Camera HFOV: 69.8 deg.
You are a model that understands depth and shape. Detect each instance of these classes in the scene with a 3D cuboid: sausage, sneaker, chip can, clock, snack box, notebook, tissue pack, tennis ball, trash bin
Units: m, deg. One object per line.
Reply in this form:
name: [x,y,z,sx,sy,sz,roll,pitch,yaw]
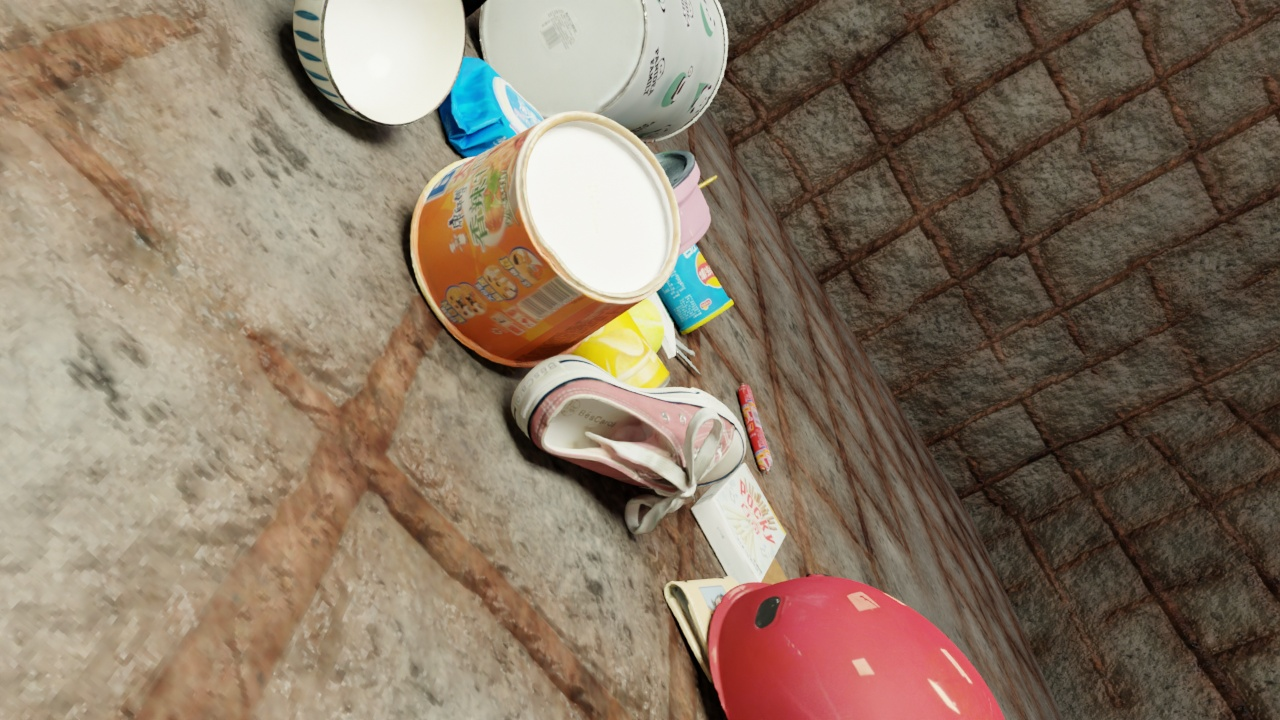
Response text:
sausage: [0.137,0.079,1.114,0.020,0.020,0.155,47,21,-35]
sneaker: [0.012,0.065,0.643,0.240,0.118,0.088,24,20,-52]
chip can: [0.024,-0.136,1.068,0.210,0.071,0.071,58,17,-3]
clock: [-0.005,-0.112,0.771,0.158,0.117,0.060,-54,127,-40]
snack box: [0.095,0.152,0.862,0.084,0.027,0.156,60,18,4]
chip can: [-0.063,-0.056,0.690,0.213,0.072,0.072,56,17,-11]
notebook: [-0.016,-0.111,0.909,0.209,0.012,0.150,61,7,-12]
tissue pack: [-0.119,-0.200,0.804,0.157,0.052,0.095,33,31,-55]
tennis ball: [-0.012,-0.026,0.792,0.065,0.066,0.065,51,19,-25]
trash bin: [-0.041,-0.358,1.024,0.229,0.230,0.251,58,22,-2]

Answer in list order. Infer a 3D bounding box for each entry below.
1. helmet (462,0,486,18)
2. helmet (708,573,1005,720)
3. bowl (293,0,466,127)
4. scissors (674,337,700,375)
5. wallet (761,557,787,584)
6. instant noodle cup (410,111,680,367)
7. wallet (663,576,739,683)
helmet: [-0.171,-0.379,0.663,0.273,0.231,0.233,-43,106,-33]
helmet: [0.162,0.245,0.620,0.206,0.144,0.240,-6,67,-52]
bowl: [-0.179,-0.218,0.603,0.066,0.116,0.116,23,-3,31]
scissors: [0.019,-0.028,0.972,0.170,0.012,0.144,53,18,-15]
wallet: [0.128,0.239,0.824,0.101,0.020,0.115,60,19,4]
instant noodle cup: [-0.053,-0.080,0.583,0.151,0.112,0.151,12,70,-36]
wallet: [0.063,0.205,0.692,0.087,0.024,0.115,61,16,23]
